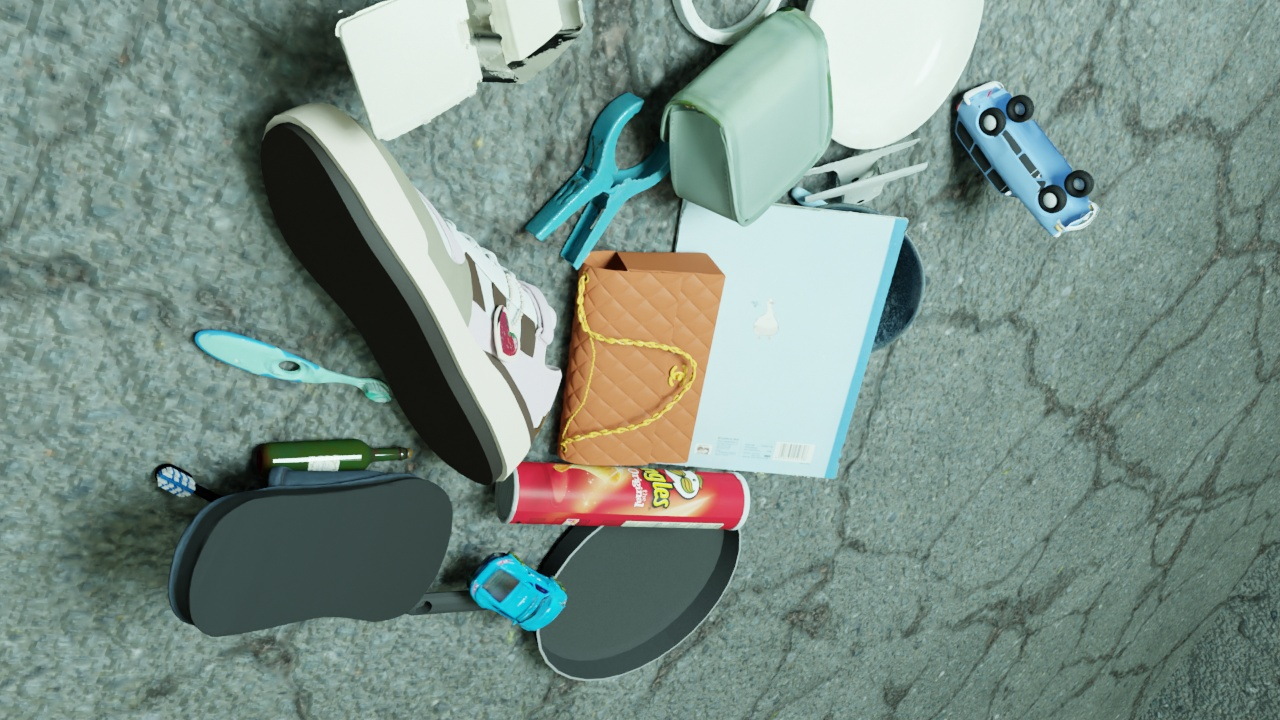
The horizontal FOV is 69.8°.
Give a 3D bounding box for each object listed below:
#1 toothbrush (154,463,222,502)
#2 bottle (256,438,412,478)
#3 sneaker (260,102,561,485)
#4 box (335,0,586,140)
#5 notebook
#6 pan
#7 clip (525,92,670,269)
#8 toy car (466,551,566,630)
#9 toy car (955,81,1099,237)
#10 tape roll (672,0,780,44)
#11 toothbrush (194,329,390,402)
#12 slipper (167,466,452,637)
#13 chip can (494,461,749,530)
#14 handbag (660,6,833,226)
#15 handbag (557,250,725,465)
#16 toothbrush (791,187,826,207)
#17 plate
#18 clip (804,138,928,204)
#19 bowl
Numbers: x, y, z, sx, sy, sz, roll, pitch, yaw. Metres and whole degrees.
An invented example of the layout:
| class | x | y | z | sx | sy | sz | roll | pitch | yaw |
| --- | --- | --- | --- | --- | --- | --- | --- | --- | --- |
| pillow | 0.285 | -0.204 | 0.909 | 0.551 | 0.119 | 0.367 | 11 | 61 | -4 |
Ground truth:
| class | x | y | z | sx | sy | sz | roll | pitch | yaw |
| --- | --- | --- | --- | --- | --- | --- | --- | --- | --- |
| toothbrush | -0.266 | 0.114 | 0.643 | 0.014 | 0.014 | 0.167 | -49 | 134 | -6 |
| bottle | -0.211 | 0.068 | 0.643 | 0.105 | 0.025 | 0.025 | 0 | 118 | -36 |
| sneaker | -0.120 | -0.049 | 0.591 | 0.116 | 0.112 | 0.294 | -50 | 137 | -28 |
| box | -0.096 | -0.210 | 0.477 | 0.183 | 0.044 | 0.144 | -57 | 147 | -45 |
| notebook | 0.105 | -0.010 | 0.770 | 0.181 | 0.009 | 0.254 | 6 | 119 | -5 |
| pan | -0.053 | 0.205 | 0.840 | 0.355 | 0.034 | 0.226 | 7 | 114 | -38 |
| clip | -0.013 | -0.121 | 0.661 | 0.120 | 0.030 | 0.130 | 11 | 111 | -45 |
| toy car | -0.097 | 0.194 | 0.755 | 0.048 | 0.032 | 0.105 | -47 | 135 | -4 |
| toy car | 0.335 | -0.173 | 0.803 | 0.056 | 0.153 | 0.055 | -27 | 169 | -30 |
| tape roll | 0.062 | -0.265 | 0.626 | 0.092 | 0.013 | 0.093 | -18 | 128 | -26 |
| toothbrush | -0.222 | 0.006 | 0.600 | 0.135 | 0.017 | 0.022 | 22 | 107 | -43 |
| slipper | -0.224 | 0.120 | 0.621 | 0.265 | 0.083 | 0.109 | 22 | 84 | -68 |
| chip can | -0.012 | 0.114 | 0.771 | 0.214 | 0.052 | 0.052 | 7 | 115 | -26 |
| handbag | 0.076 | -0.170 | 0.643 | 0.121 | 0.067 | 0.106 | -45 | 147 | -24 |
| handbag | -0.004 | 0.004 | 0.720 | 0.108 | 0.060 | 0.172 | 0 | 120 | -17 |
| toothbrush | 0.182 | -0.119 | 0.805 | 0.154 | 0.022 | 0.016 | 20 | 122 | -40 |
| plate | 0.187 | -0.256 | 0.705 | 0.182 | 0.034 | 0.183 | -18 | 128 | -25 |
| clip | 0.185 | -0.142 | 0.760 | 0.102 | 0.052 | 0.060 | -14 | 149 | 5 |
| bowl | 0.173 | -0.076 | 0.786 | 0.057 | 0.137 | 0.137 | -56 | 157 | -58 |
